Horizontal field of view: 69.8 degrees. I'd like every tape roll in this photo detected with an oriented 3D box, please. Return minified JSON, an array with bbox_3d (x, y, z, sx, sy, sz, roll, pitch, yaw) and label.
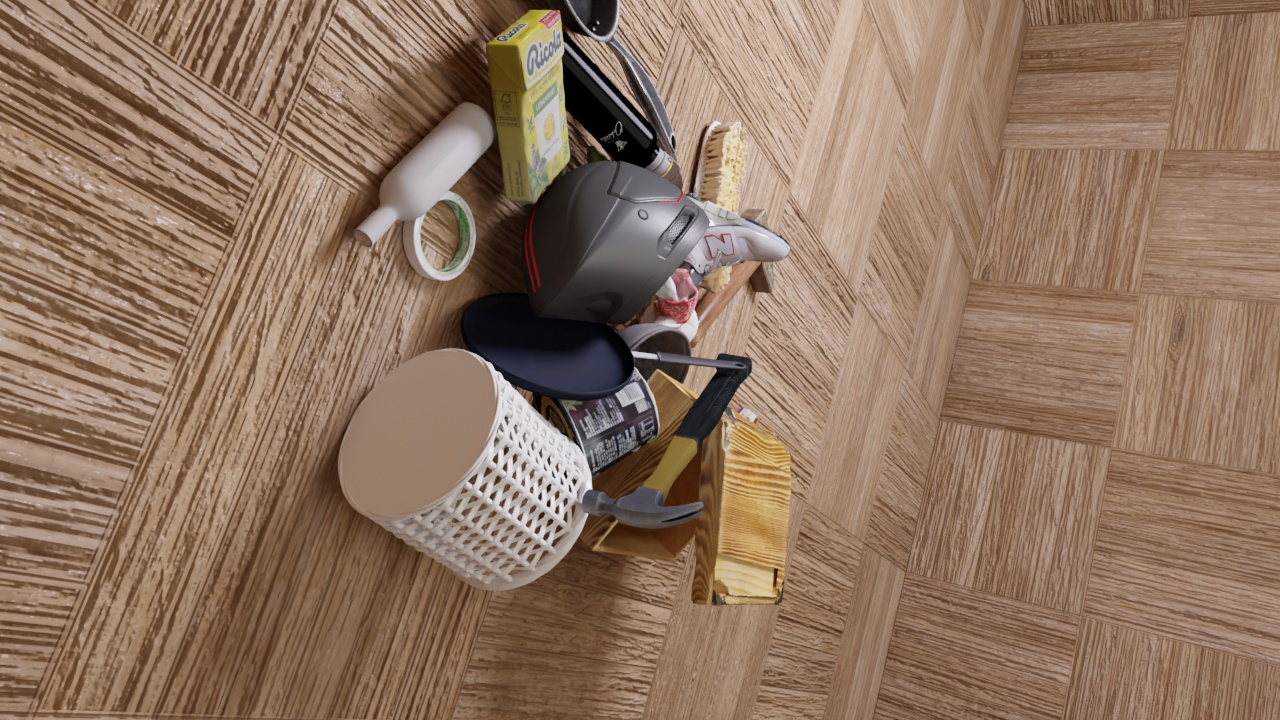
[{"bbox_3d":[-0.212,-0.132,0.974,0.093,0.018,0.094,-20,114,-55],"label":"tape roll"}]

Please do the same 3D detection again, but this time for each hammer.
[{"bbox_3d":[0.060,0.081,1.042,0.331,0.118,0.025,-49,143,-51],"label":"hammer"},{"bbox_3d":[0.144,-0.114,1.533,0.299,0.037,0.158,-49,136,-40],"label":"hammer"}]

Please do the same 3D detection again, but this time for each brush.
[{"bbox_3d":[0.117,-0.241,1.438,0.083,0.057,0.271,12,87,-55],"label":"brush"}]

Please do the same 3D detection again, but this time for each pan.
[{"bbox_3d":[-0.039,-0.399,1.100,0.186,0.055,0.357,-72,146,-45],"label":"pan"},{"bbox_3d":[-0.032,-0.008,1.057,0.356,0.198,0.021,6,122,-25],"label":"pan"}]

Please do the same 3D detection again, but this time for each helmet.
[{"bbox_3d":[-0.044,-0.142,1.068,0.170,0.165,0.263,41,52,-8],"label":"helmet"}]

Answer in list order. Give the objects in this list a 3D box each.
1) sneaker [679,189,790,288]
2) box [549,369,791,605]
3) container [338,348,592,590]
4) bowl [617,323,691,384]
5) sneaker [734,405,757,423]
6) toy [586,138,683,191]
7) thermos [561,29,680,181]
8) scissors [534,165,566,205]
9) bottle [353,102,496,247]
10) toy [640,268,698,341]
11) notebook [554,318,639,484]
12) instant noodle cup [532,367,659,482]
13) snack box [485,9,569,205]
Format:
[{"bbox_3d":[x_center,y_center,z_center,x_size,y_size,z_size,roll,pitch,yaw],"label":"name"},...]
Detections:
[{"bbox_3d":[0.098,-0.158,1.344,0.239,0.089,0.124,22,87,-20],"label":"sneaker"},{"bbox_3d":[0.101,0.184,1.229,0.269,0.263,0.279,-52,150,4],"label":"box"},{"bbox_3d":[-0.174,0.113,0.936,0.187,0.190,0.189,52,55,-48],"label":"container"},{"bbox_3d":[-0.007,0.007,1.218,0.144,0.067,0.145,-28,137,-30],"label":"bowl"},{"bbox_3d":[0.105,0.173,1.500,0.241,0.088,0.118,-67,165,18],"label":"sneaker"},{"bbox_3d":[-0.009,-0.228,1.218,0.152,0.078,0.179,-47,131,-32],"label":"toy"},{"bbox_3d":[-0.036,-0.292,1.106,0.231,0.061,0.061,40,62,-32],"label":"thermos"},{"bbox_3d":[-0.107,-0.207,1.126,0.194,0.015,0.179,7,92,-59],"label":"scissors"},{"bbox_3d":[-0.218,-0.183,0.918,0.194,0.052,0.052,-57,141,-34],"label":"bottle"},{"bbox_3d":[0.041,-0.063,1.295,0.194,0.084,0.158,81,13,-62],"label":"toy"},{"bbox_3d":[-0.057,0.055,1.264,0.224,0.024,0.168,-44,134,-44],"label":"notebook"},{"bbox_3d":[-0.048,0.067,1.087,0.112,0.137,0.137,-22,120,-20],"label":"instant noodle cup"},{"bbox_3d":[-0.115,-0.271,0.992,0.121,0.045,0.181,-64,158,-50],"label":"snack box"}]
